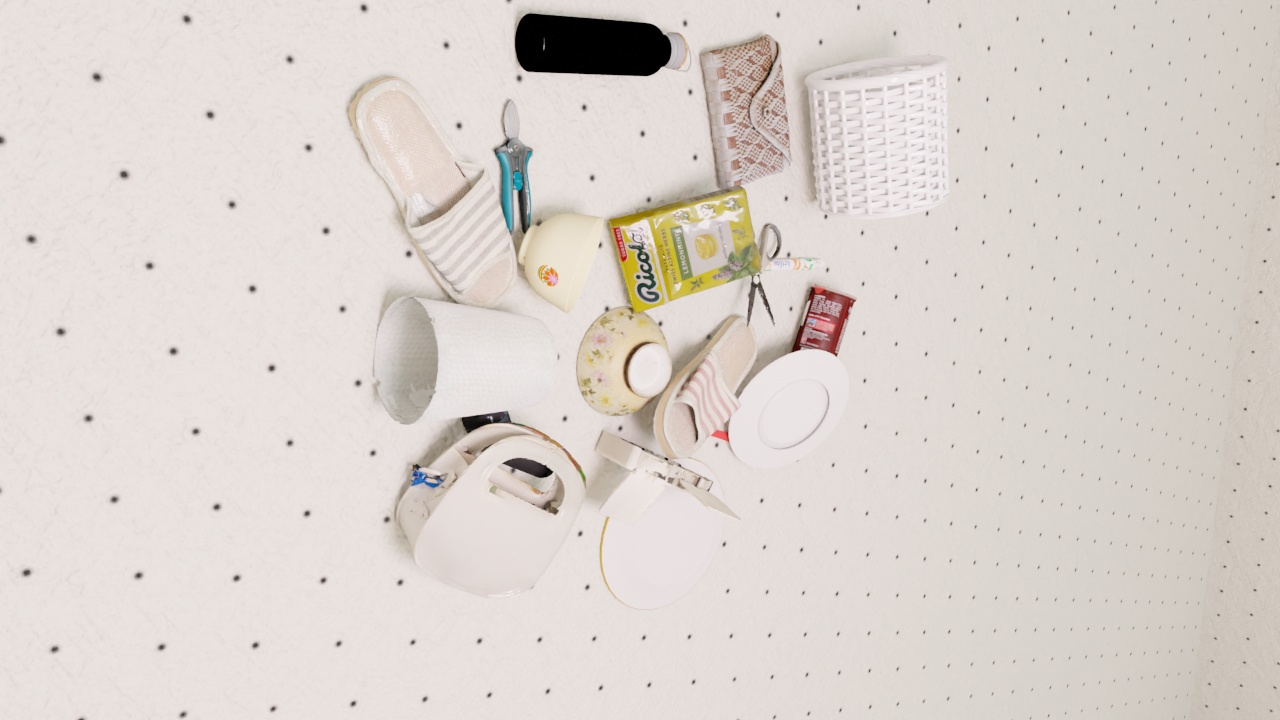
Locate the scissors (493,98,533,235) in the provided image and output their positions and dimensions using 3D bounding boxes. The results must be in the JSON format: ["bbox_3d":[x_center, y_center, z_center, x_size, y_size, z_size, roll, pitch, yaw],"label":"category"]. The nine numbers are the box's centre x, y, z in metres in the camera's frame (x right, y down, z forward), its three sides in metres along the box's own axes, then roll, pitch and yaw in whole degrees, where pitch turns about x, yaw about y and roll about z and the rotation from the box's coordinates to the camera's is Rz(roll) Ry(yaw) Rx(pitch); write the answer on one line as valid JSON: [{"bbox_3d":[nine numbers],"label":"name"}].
[{"bbox_3d":[-0.138,-0.217,1.047,0.139,0.019,0.136,38,75,-37],"label":"scissors"}]

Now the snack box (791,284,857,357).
[{"bbox_3d":[0.274,-0.047,1.383,0.072,0.072,0.121,15,93,-40],"label":"snack box"}]

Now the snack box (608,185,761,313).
[{"bbox_3d":[0.061,-0.142,1.162,0.181,0.045,0.121,-17,115,-6],"label":"snack box"}]

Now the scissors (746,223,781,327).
[{"bbox_3d":[0.159,-0.132,1.284,0.171,0.013,0.157,49,59,-22],"label":"scissors"}]

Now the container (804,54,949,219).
[{"bbox_3d":[0.333,-0.314,1.282,0.188,0.189,0.187,-25,117,-31],"label":"container"}]

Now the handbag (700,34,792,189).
[{"bbox_3d":[0.147,-0.330,1.223,0.123,0.047,0.186,-25,116,-30],"label":"handbag"}]

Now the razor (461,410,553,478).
[{"bbox_3d":[-0.154,0.096,1.101,0.140,0.053,0.063,44,50,-42],"label":"razor"}]

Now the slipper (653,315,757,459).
[{"bbox_3d":[0.101,0.030,1.236,0.262,0.052,0.115,-50,129,-41],"label":"slipper"}]

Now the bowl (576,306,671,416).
[{"bbox_3d":[-0.007,0.007,1.180,0.145,0.063,0.145,-9,106,-36],"label":"bowl"}]

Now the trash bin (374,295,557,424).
[{"bbox_3d":[-0.185,0.001,1.001,0.161,0.133,0.133,1,101,-43],"label":"trash bin"}]

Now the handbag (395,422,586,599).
[{"bbox_3d":[-0.167,0.162,1.065,0.199,0.093,0.200,-49,129,4],"label":"handbag"}]

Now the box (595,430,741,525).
[{"bbox_3d":[0.025,0.176,1.170,0.143,0.184,0.099,26,86,-31],"label":"box"}]

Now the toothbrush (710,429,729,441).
[{"bbox_3d":[0.146,0.120,1.361,0.212,0.018,0.012,21,89,-40],"label":"toothbrush"}]

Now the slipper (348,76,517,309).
[{"bbox_3d":[-0.212,-0.172,0.981,0.114,0.054,0.273,-43,124,-28],"label":"slipper"}]

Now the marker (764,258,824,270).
[{"bbox_3d":[0.217,-0.141,1.347,0.145,0.017,0.017,-6,105,-37],"label":"marker"}]

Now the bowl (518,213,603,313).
[{"bbox_3d":[-0.098,-0.122,1.060,0.074,0.118,0.118,21,88,2],"label":"bowl"}]

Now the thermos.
[{"bbox_3d":[-0.030,-0.362,1.064,0.230,0.061,0.061,-11,108,-36],"label":"thermos"}]

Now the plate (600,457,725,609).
[{"bbox_3d":[0.041,0.250,1.311,0.229,0.021,0.230,-11,109,-36],"label":"plate"}]

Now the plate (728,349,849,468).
[{"bbox_3d":[0.225,0.078,1.357,0.208,0.015,0.209,-14,126,-21],"label":"plate"}]
